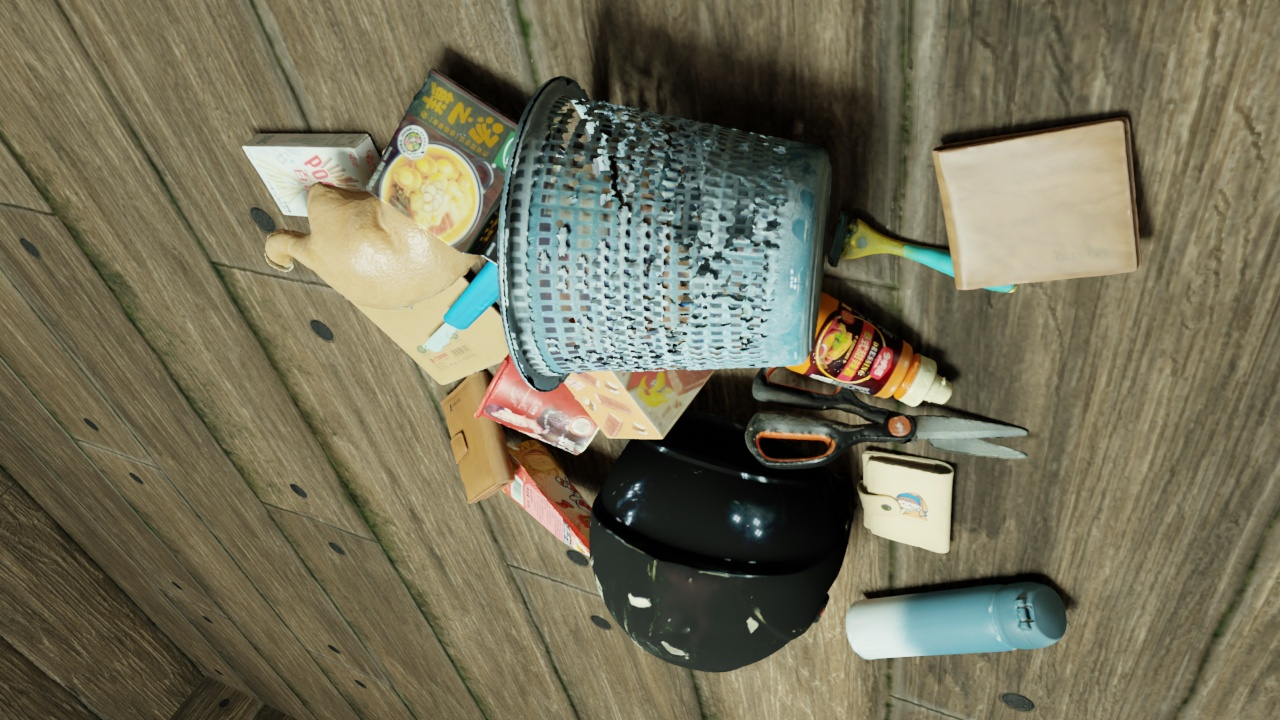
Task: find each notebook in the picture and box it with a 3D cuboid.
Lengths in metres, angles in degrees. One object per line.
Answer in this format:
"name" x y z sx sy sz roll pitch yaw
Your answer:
"notebook" -0.230 -0.059 0.959 0.148 0.008 0.207 -20 126 34

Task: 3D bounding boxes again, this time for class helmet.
"helmet" 0.064 0.178 0.867 0.234 0.229 0.275 16 128 24

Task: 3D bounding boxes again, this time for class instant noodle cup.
"instant noodle cup" -0.081 0.021 0.885 0.108 0.137 0.138 30 143 -6

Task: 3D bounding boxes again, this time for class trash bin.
"trash bin" 0.030 -0.079 0.650 0.195 0.225 0.227 6 136 12

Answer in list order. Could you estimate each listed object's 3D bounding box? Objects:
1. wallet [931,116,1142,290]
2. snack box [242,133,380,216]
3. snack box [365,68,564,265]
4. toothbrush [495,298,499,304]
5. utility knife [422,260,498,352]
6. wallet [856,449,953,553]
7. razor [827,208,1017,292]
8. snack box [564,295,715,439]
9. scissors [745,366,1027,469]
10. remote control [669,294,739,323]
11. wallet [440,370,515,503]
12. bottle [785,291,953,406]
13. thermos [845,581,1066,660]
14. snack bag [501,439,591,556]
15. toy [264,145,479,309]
"wallet" 0.253 -0.098 0.589 0.115 0.020 0.101 -4 116 34
"snack box" -0.315 -0.182 0.909 0.157 0.026 0.085 9 137 29
"snack box" -0.140 -0.154 0.752 0.125 0.053 0.113 33 100 6
"toothbrush" -0.088 -0.085 0.867 0.017 0.012 0.186 43 142 -22
"utility knife" -0.168 -0.058 0.919 0.034 0.018 0.204 39 131 -15
"wallet" 0.246 0.132 0.857 0.087 0.024 0.115 11 139 27
"razor" 0.203 -0.073 0.659 0.133 0.028 0.043 18 117 17
"snack box" -0.005 0.005 0.804 0.077 0.092 0.094 -4 129 51
"scissors" 0.202 0.040 0.769 0.234 0.161 0.022 -15 153 3
"remote control" 0.054 -0.037 0.807 0.125 0.024 0.049 2 133 39
"wallet" -0.189 0.090 1.058 0.108 0.031 0.131 -34 68 51
"bottle" 0.178 -0.003 0.732 0.149 0.066 0.067 24 142 0
"thermos" 0.311 0.263 0.920 0.070 0.070 0.221 47 140 -17
"snack bag" -0.078 0.179 1.024 0.208 0.073 0.129 42 168 35
"toy" -0.248 -0.107 0.847 0.226 0.082 0.143 -22 107 18
